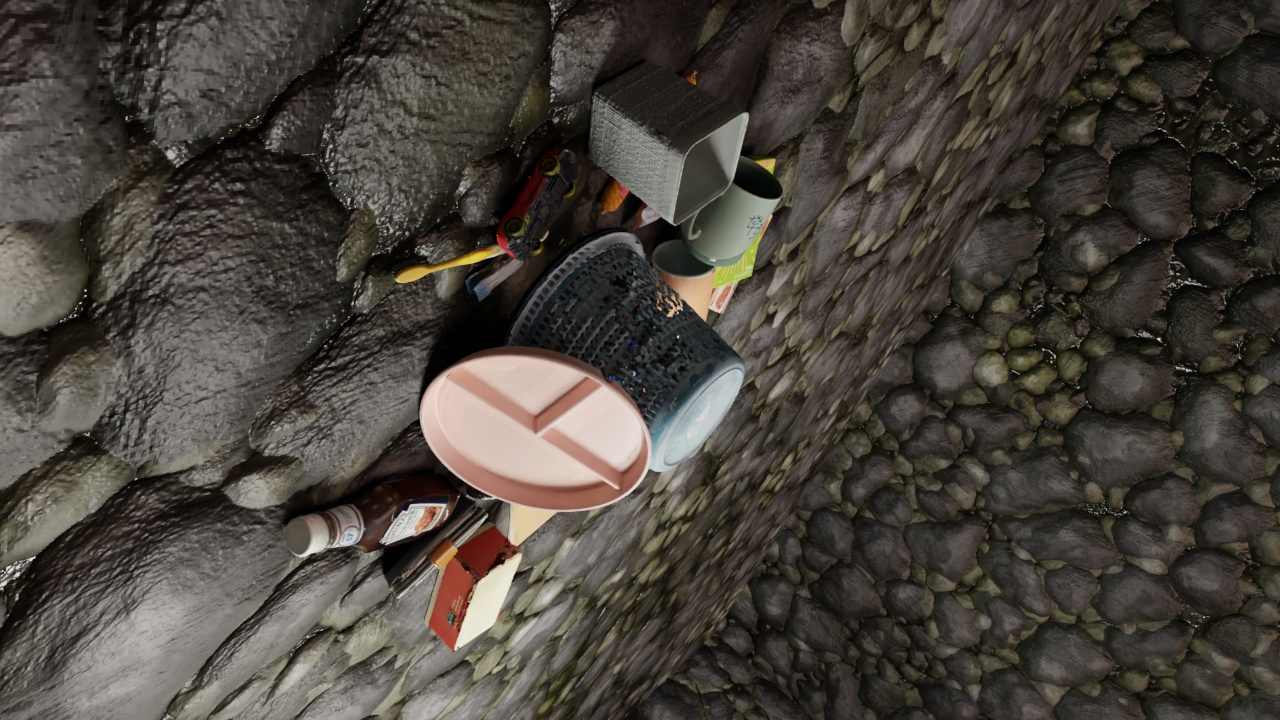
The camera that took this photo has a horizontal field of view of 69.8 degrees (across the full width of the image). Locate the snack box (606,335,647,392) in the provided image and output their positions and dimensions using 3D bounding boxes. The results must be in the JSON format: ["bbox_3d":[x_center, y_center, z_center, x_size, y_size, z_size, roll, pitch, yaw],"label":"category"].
[{"bbox_3d":[-0.033,0.072,1.136,0.057,0.058,0.207,175,-63,-81],"label":"snack box"}]

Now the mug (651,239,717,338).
[{"bbox_3d":[0.050,-0.074,1.106,0.078,0.078,0.123,-36,144,-35],"label":"mug"}]

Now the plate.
[{"bbox_3d":[-0.101,0.069,0.899,0.028,0.229,0.230,-79,-176,-45],"label":"plate"}]

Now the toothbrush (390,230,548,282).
[{"bbox_3d":[-0.142,-0.095,0.794,0.190,0.018,0.016,-28,151,-51],"label":"toothbrush"}]

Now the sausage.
[{"bbox_3d":[0.007,-0.213,0.899,0.165,0.021,0.021,-56,159,10],"label":"sausage"}]

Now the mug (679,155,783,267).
[{"bbox_3d":[0.089,-0.163,1.025,0.111,0.082,0.107,-14,147,-44],"label":"mug"}]

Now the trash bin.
[{"bbox_3d":[-0.006,0.006,0.985,0.226,0.195,0.227,-43,158,-22],"label":"trash bin"}]

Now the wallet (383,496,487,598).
[{"bbox_3d":[-0.227,0.211,1.027,0.129,0.037,0.107,-45,-170,-16],"label":"wallet"}]

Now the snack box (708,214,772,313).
[{"bbox_3d":[0.124,-0.141,1.219,0.153,0.025,0.075,-63,160,0],"label":"snack box"}]

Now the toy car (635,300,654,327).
[{"bbox_3d":[0.036,-0.072,1.177,0.105,0.031,0.049,-44,157,-18],"label":"toy car"}]

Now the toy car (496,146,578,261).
[{"bbox_3d":[-0.089,-0.139,0.804,0.106,0.031,0.049,-60,159,-7],"label":"toy car"}]

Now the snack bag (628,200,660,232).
[{"bbox_3d":[0.025,-0.173,0.992,0.105,0.026,0.045,-38,168,-36],"label":"snack bag"}]

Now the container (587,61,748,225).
[{"bbox_3d":[0.019,-0.198,0.817,0.090,0.114,0.090,-38,156,-32],"label":"container"}]

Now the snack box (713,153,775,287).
[{"bbox_3d":[0.118,-0.172,1.127,0.085,0.026,0.157,-20,128,-46],"label":"snack box"}]

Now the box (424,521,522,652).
[{"bbox_3d":[-0.213,0.302,1.200,0.091,0.078,0.169,-27,149,-47],"label":"box"}]

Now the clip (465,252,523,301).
[{"bbox_3d":[-0.132,-0.079,0.833,0.057,0.036,0.025,-43,155,-21],"label":"clip"}]

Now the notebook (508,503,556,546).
[{"bbox_3d":[-0.106,0.162,1.292,0.210,0.012,0.150,-38,154,-34],"label":"notebook"}]

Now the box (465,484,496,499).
[{"bbox_3d":[-0.141,0.109,1.093,0.087,0.076,0.161,-30,-178,42],"label":"box"}]

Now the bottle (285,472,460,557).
[{"bbox_3d":[-0.263,0.157,0.909,0.080,0.044,0.194,-55,158,17],"label":"bottle"}]
